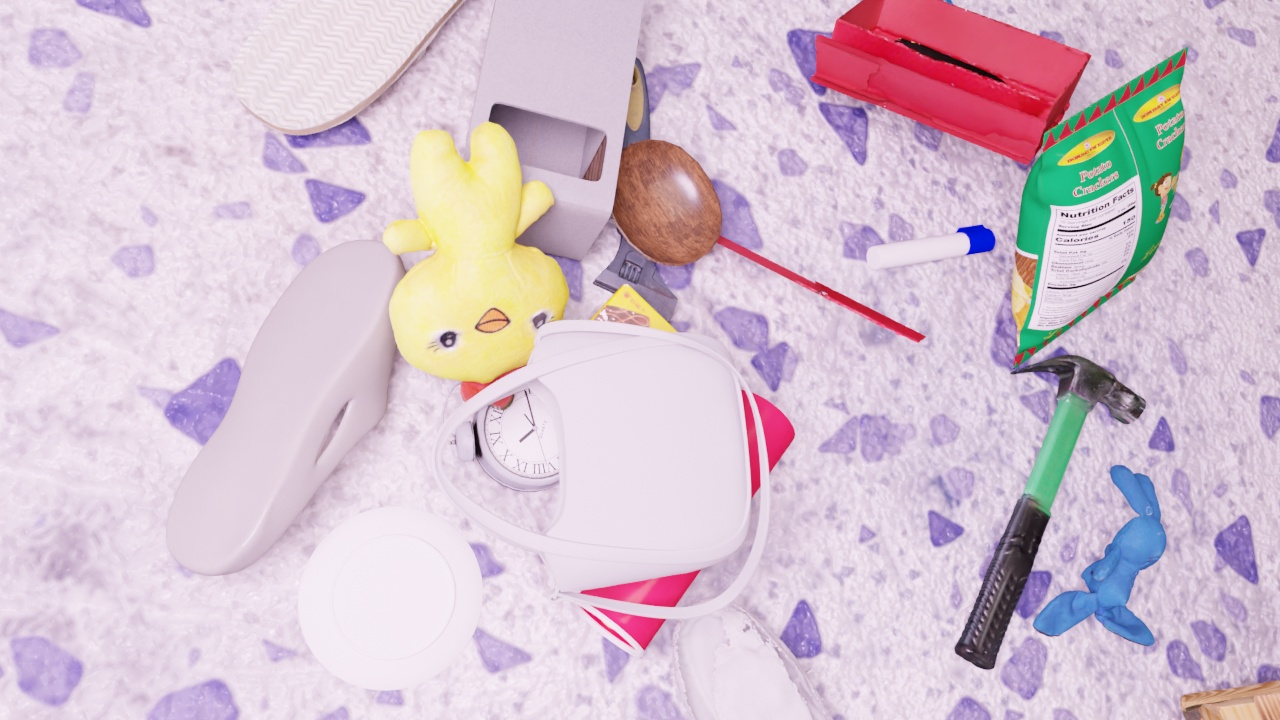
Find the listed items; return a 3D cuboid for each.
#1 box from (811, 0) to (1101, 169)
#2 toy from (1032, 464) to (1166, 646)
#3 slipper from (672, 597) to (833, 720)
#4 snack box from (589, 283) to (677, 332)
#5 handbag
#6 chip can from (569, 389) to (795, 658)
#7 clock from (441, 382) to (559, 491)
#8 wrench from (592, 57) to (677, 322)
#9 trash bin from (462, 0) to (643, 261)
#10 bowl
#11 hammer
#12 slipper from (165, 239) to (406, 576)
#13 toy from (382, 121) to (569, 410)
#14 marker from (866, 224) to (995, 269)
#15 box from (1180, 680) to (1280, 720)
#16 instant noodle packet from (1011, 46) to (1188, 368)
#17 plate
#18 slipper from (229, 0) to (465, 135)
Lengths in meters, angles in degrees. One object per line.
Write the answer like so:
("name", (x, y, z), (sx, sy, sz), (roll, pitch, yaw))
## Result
("box", (0.284, -0.291, 0.806), (0.214, 0.153, 0.164), (29, 44, 21))
("toy", (0.438, 0.185, 0.837), (0.112, 0.071, 0.176), (26, 84, -22))
("slipper", (0.112, 0.294, 0.712), (0.112, 0.075, 0.246), (-30, 76, -27))
("snack box", (-0.004, 0.004, 0.748), (0.106, 0.061, 0.083), (43, 84, -3))
("handbag", (-0.032, 0.077, 0.643), (0.222, 0.096, 0.215), (-2, 78, -15))
("chip can", (0.038, 0.125, 0.735), (0.069, 0.069, 0.220), (40, 69, -4))
("clock", (-0.097, 0.052, 0.731), (0.122, 0.035, 0.094), (19, 72, -12))
("wrench", (-0.005, -0.145, 0.814), (0.073, 0.022, 0.273), (2, 77, -15))
("trash bin", (-0.077, -0.217, 0.761), (0.114, 0.115, 0.228), (12, 74, -14))
("bowl", (0.016, -0.132, 0.792), (0.101, 0.026, 0.114), (-29, 90, -24))
("hammer", (0.365, 0.133, 0.851), (0.130, 0.032, 0.318), (33, 70, -7))
("slipper", (-0.240, 0.038, 0.674), (0.113, 0.080, 0.265), (3, 61, 28))
("toy", (-0.120, -0.066, 0.667), (0.133, 0.208, 0.092), (-14, 37, -24))
("marker", (0.282, -0.110, 0.889), (0.133, 0.023, 0.027), (-10, 58, -19))
("box", (0.695, 0.386, 0.823), (0.335, 0.286, 0.279), (-20, 82, 16))
("instant noodle packet", (0.422, -0.133, 0.849), (0.195, 0.253, 0.090), (-31, 43, -21))
("plate", (-0.185, 0.177, 0.688), (0.134, 0.011, 0.134), (4, 76, -15))
("slipper", (-0.227, -0.287, 0.769), (0.115, 0.052, 0.262), (41, 73, -1))
